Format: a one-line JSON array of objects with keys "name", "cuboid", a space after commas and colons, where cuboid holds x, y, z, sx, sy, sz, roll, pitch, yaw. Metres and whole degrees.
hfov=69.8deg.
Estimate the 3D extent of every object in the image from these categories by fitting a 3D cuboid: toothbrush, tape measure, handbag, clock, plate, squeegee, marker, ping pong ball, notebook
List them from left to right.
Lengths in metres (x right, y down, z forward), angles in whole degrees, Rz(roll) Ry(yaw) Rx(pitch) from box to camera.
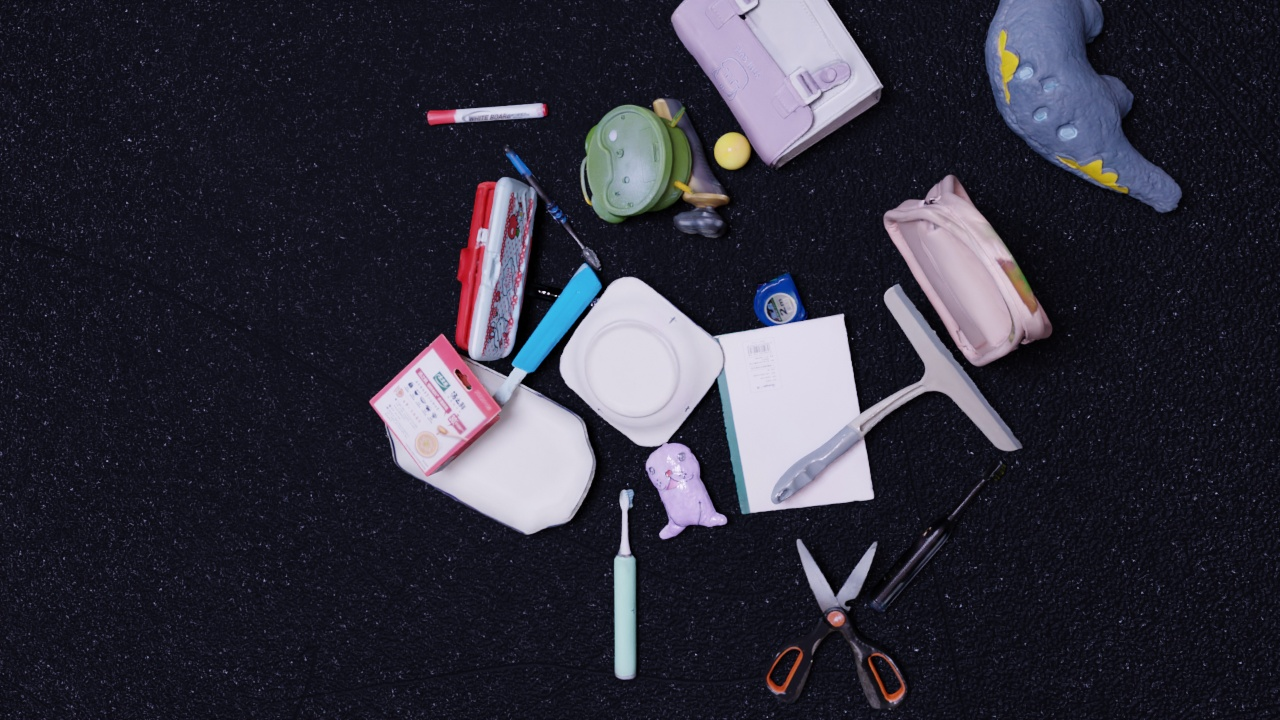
[{"name": "marker", "cuboid": [-0.180, -0.289, 1.077, 0.145, 0.017, 0.017, 0, 93, 12]}, {"name": "plate", "cuboid": [-0.177, 0.095, 1.093, 0.266, 0.034, 0.162, 25, 98, 9]}, {"name": "toothbrush", "cuboid": [-0.103, -0.180, 1.070, 0.014, 0.016, 0.189, -38, 85, 3]}, {"name": "marker", "cuboid": [-0.076, -0.070, 1.068, 0.132, 0.022, 0.020, 13, 82, 9]}, {"name": "toothbrush", "cuboid": [-0.018, 0.262, 1.077, 0.026, 0.027, 0.224, 3, 95, 44]}, {"name": "clock", "cuboid": [-0.012, -0.213, 1.010, 0.162, 0.056, 0.116, -6, 89, 43]}, {"name": "plate", "cuboid": [-0.006, 0.006, 1.037, 0.164, 0.034, 0.164, 39, 113, 7]}, {"name": "ping pong ball", "cuboid": [0.102, -0.231, 1.012, 0.040, 0.040, 0.040, 1, 94, 11]}, {"name": "handbag", "cuboid": [0.143, -0.323, 0.974, 0.145, 0.098, 0.197, -35, 86, 17]}, {"name": "tape measure", "cuboid": [0.153, -0.065, 1.020, 0.054, 0.025, 0.058, -21, 100, 14]}, {"name": "notebook", "cuboid": [0.168, 0.063, 1.022, 0.150, 0.012, 0.209, -9, 98, 12]}, {"name": "squeegee", "cuboid": [0.238, 0.075, 0.986, 0.247, 0.039, 0.246, -38, 111, 14]}, {"name": "toothbrush", "cuboid": [0.324, 0.191, 1.004, 0.027, 0.026, 0.213, 34, 100, -27]}, {"name": "handbag", "cuboid": [0.322, -0.087, 0.878, 0.093, 0.234, 0.193, -33, 87, 13]}]

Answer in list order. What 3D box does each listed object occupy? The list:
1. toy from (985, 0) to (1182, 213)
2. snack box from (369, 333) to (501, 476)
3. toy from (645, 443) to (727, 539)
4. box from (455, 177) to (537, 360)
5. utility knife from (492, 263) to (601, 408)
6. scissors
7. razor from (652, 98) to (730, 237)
[{"name": "toy", "cuboid": [0.420, -0.295, 0.920, 0.138, 0.091, 0.356, -23, 91, 0]}, {"name": "snack box", "cuboid": [-0.228, 0.050, 1.054, 0.127, 0.044, 0.113, -40, 83, 16]}, {"name": "toy", "cuboid": [0.044, 0.147, 1.050, 0.084, 0.038, 0.108, -21, 90, 21]}, {"name": "box", "cuboid": [-0.175, -0.104, 1.033, 0.113, 0.099, 0.201, 13, 96, 31]}, {"name": "utility knife", "cuboid": [-0.115, -0.020, 1.054, 0.034, 0.018, 0.209, 39, 96, 6]}, {"name": "scissors", "cuboid": [0.214, 0.305, 1.016, 0.221, 0.021, 0.231, 46, 110, -4]}, {"name": "razor", "cuboid": [0.051, -0.214, 1.020, 0.068, 0.062, 0.167, -21, 84, 13]}]
